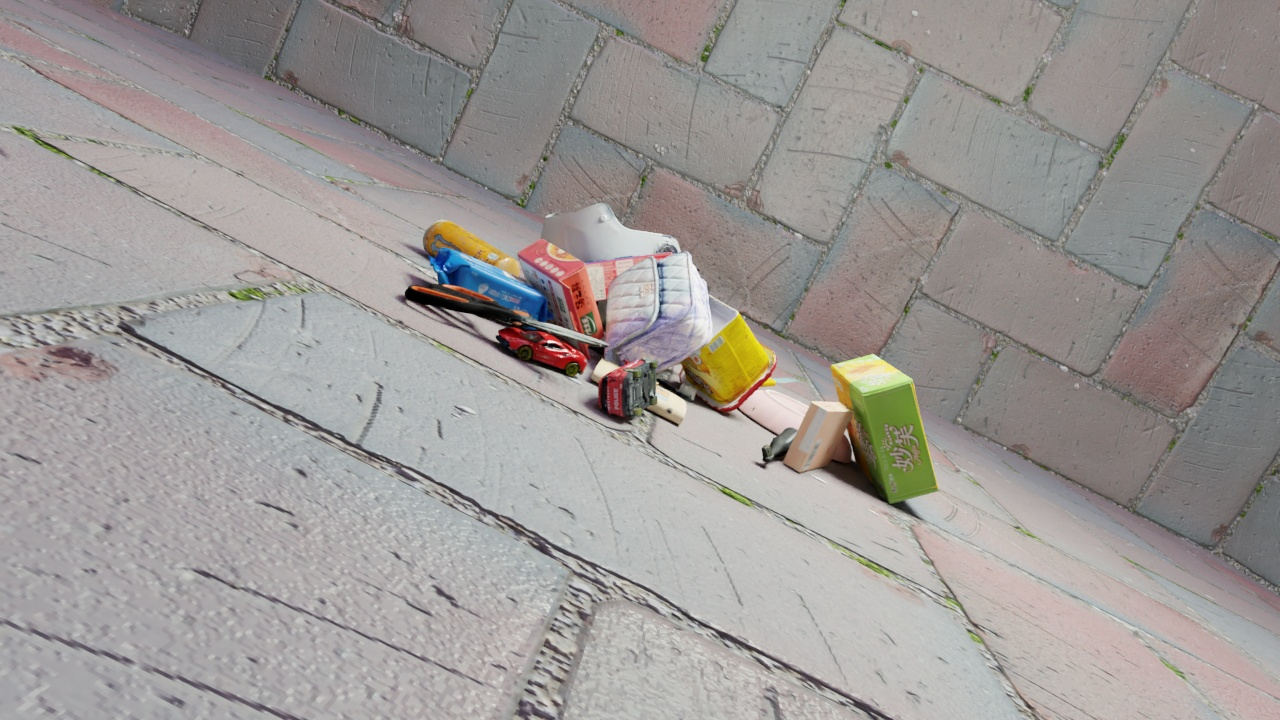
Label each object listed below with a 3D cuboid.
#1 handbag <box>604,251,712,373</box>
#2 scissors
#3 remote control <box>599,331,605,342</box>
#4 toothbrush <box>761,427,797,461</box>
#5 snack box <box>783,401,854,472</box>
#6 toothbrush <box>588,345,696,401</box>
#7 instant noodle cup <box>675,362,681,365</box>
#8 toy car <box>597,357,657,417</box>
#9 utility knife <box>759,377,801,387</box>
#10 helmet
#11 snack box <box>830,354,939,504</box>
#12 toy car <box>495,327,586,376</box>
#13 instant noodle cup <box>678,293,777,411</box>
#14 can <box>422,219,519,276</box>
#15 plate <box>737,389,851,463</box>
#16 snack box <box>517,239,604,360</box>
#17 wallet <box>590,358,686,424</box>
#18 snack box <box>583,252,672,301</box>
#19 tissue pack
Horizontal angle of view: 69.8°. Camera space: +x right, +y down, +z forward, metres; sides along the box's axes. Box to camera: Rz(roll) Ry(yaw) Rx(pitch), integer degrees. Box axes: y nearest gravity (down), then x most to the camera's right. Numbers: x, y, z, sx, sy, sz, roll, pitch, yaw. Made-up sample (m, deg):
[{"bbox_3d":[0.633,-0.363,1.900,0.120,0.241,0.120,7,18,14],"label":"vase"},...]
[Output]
[{"bbox_3d":[0.017,-0.064,1.173,0.075,0.134,0.193,56,16,-26],"label":"handbag"},{"bbox_3d":[-0.148,-0.044,0.973,0.234,0.022,0.162,23,14,40],"label":"scissors"},{"bbox_3d":[-0.045,-0.028,1.262,0.136,0.020,0.056,25,-2,-13],"label":"remote control"},{"bbox_3d":[0.171,0.105,1.129,0.026,0.027,0.212,-10,-2,17],"label":"toothbrush"},{"bbox_3d":[0.228,0.095,1.164,0.026,0.084,0.157,27,8,23],"label":"snack box"},{"bbox_3d":[-0.007,0.007,1.217,0.181,0.018,0.015,26,17,9],"label":"toothbrush"},{"bbox_3d":[0.037,-0.050,1.319,0.111,0.111,0.099,28,1,10],"label":"instant noodle cup"},{"bbox_3d":[-0.011,0.027,0.965,0.045,0.053,0.120,3,7,17],"label":"toy car"},{"bbox_3d":[0.158,0.034,1.362,0.206,0.015,0.033,-1,25,-32],"label":"utility knife"},{"bbox_3d":[-0.045,-0.131,1.438,0.258,0.145,0.229,27,-9,-33],"label":"helmet"},{"bbox_3d":[0.331,0.087,1.265,0.070,0.158,0.210,-16,9,4],"label":"snack box"},{"bbox_3d":[-0.108,-0.013,0.999,0.106,0.031,0.049,18,11,-34],"label":"toy car"},{"bbox_3d":[0.103,-0.014,1.235,0.116,0.116,0.124,36,-16,45],"label":"instant noodle cup"},{"bbox_3d":[-0.237,-0.145,1.282,0.146,0.058,0.058,31,10,29],"label":"can"},{"bbox_3d":[0.230,0.088,1.352,0.192,0.039,0.192,26,9,-5],"label":"plate"},{"bbox_3d":[-0.093,-0.078,1.156,0.127,0.044,0.113,35,-31,44],"label":"snack box"},{"bbox_3d":[0.000,0.034,1.065,0.115,0.024,0.087,25,14,0],"label":"wallet"},{"bbox_3d":[-0.056,-0.114,1.297,0.207,0.058,0.057,-9,7,-12],"label":"snack box"},{"bbox_3d":[-0.186,-0.086,1.116,0.157,0.052,0.095,22,8,-26],"label":"tissue pack"}]
